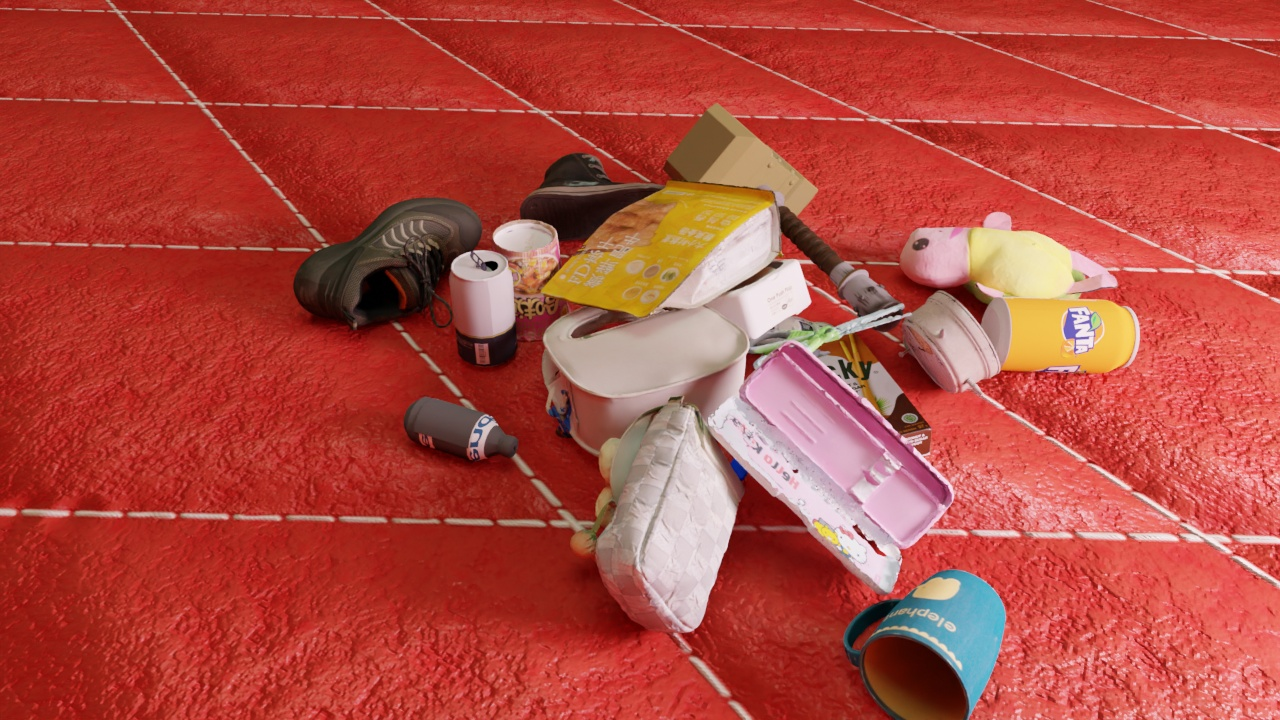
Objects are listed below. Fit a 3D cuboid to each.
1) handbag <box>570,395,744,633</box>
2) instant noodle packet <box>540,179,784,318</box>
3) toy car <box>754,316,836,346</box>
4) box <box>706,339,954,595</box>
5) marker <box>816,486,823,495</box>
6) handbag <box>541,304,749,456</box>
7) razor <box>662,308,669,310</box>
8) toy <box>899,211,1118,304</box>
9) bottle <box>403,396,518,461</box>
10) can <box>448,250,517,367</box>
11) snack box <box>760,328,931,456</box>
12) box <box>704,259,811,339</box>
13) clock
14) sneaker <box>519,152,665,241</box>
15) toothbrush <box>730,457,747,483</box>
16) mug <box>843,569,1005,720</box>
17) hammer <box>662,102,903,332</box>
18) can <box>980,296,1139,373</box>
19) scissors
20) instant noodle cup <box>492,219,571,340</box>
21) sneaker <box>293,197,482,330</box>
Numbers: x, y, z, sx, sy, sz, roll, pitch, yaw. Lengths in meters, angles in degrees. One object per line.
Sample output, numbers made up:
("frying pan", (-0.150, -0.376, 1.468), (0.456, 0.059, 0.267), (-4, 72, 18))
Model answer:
("handbag", (0.009, 0.129, 0.745), (0.124, 0.112, 0.171), (-9, 39, 30))
("instant noodle packet", (0.022, -0.108, 0.978), (0.163, 0.084, 0.221), (18, 43, 42))
("toy car", (0.171, -0.028, 1.012), (0.105, 0.033, 0.047), (5, 37, 3))
("box", (0.157, 0.091, 0.781), (0.201, 0.073, 0.149), (44, 61, 6))
("marker", (0.187, 0.081, 0.886), (0.017, 0.017, 0.146), (16, 40, 17))
("handbag", (-0.005, 0.005, 0.916), (0.200, 0.093, 0.199), (-17, 37, -19))
("razor", (0.028, -0.079, 1.065), (0.143, 0.047, 0.052), (12, 44, 7))
("toy", (0.428, -0.108, 1.078), (0.238, 0.088, 0.189), (10, 44, 15))
("bottle", (-0.169, 0.068, 0.866), (0.112, 0.047, 0.046), (15, 40, 16))
("can", (-0.164, -0.057, 0.959), (0.064, 0.128, 0.064), (1, 38, -1))
("snack box", (0.196, 0.036, 0.904), (0.101, 0.032, 0.185), (-13, 34, -5))
("box", (0.113, -0.076, 0.998), (0.107, 0.076, 0.103), (-29, 20, -35))
("clock", (0.310, -0.017, 0.965), (0.061, 0.103, 0.157), (-34, 12, 2))
("sneaker", (-0.028, -0.208, 1.191), (0.235, 0.095, 0.119), (0, 38, 10))
("toothbrush", (0.088, 0.059, 0.915), (0.016, 0.018, 0.182), (-4, 36, 0))
("mug", (0.210, 0.207, 0.686), (0.112, 0.084, 0.104), (-4, 20, 43))
("hammer", (0.185, -0.145, 1.062), (0.190, 0.101, 0.324), (21, 25, -50))
("can", (0.444, -0.027, 0.981), (0.142, 0.079, 0.079), (2, 38, 0))
("scissors", (0.193, -0.032, 0.947), (0.175, 0.033, 0.078), (-17, 30, -5))
("instant noodle cup", (-0.126, -0.094, 1.022), (0.098, 0.109, 0.097), (1, 38, -1))
("sneaker", (-0.257, -0.107, 1.039), (0.143, 0.101, 0.237), (29, 50, 36))
